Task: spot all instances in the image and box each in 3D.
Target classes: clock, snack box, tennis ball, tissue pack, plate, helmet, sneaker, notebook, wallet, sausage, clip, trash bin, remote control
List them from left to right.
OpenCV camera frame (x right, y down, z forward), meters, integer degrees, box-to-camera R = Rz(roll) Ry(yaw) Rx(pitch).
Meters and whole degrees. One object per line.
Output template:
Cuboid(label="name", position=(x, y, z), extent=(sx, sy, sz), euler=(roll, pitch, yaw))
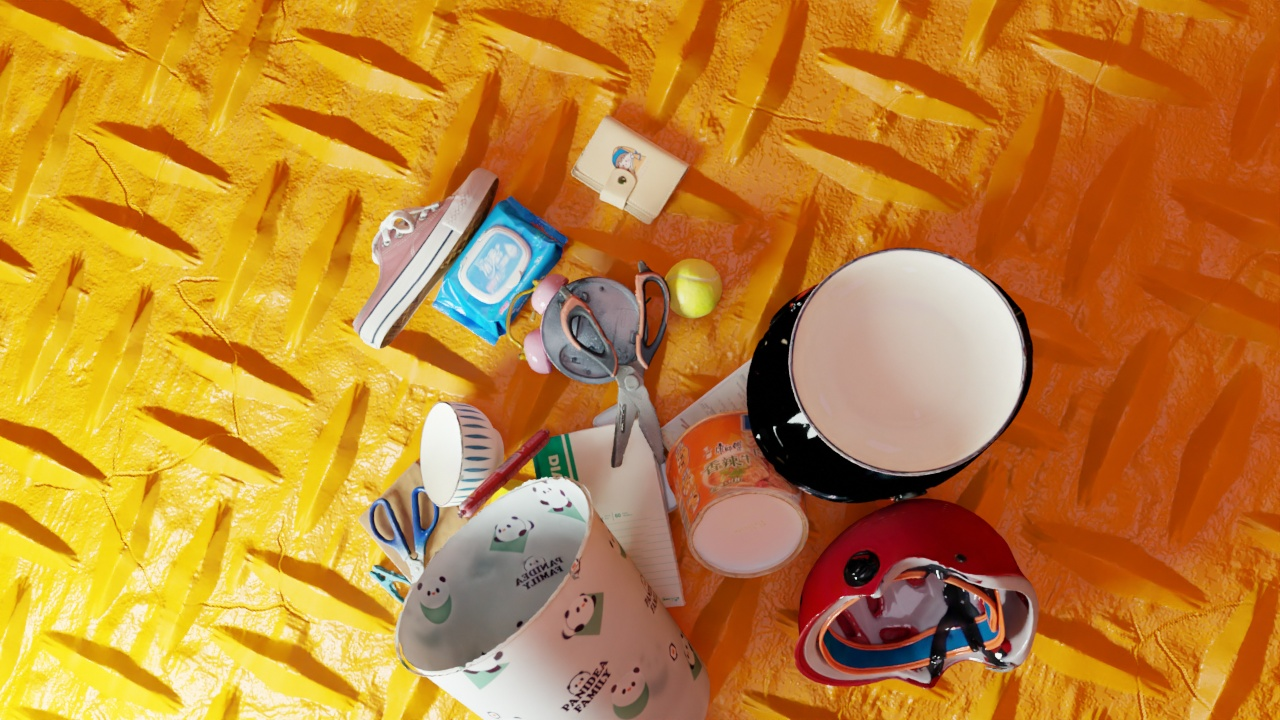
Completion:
Cuboid(label="clip", position=(-0.292, 0.257, 1.071), extent=(0.055, 0.013, 0.037), euler=(33, 92, 5))
Cuboid(label="sneaker", position=(-0.255, -0.129, 1.033), extent=(0.088, 0.118, 0.241), euler=(37, 89, -3))
Cuboid(label="wallet", position=(-0.259, 0.191, 1.068), extent=(0.115, 0.020, 0.101), euler=(45, 92, 9))
Cuboid(label="tissue pack", position=(-0.162, -0.102, 1.047), extent=(0.095, 0.052, 0.157), euler=(36, 92, 7))
Cuboid(label="sausage", position=(-0.146, 0.121, 0.995), extent=(0.020, 0.020, 0.155), euler=(41, 49, 6))
Cuboid(label="trash bin", position=(-0.071, 0.283, 0.909), extent=(0.229, 0.229, 0.252), euler=(-36, 115, 4))
Cuboid(label="clock", position=(-0.070, -0.036, 1.019), extent=(0.158, 0.060, 0.117), euler=(9, 91, -6))
Cuboid(label="notebook", position=(-0.039, 0.179, 1.028), extent=(0.151, 0.012, 0.209), euler=(-13, 87, 21))
Cuboid(label="wallet", position=(-0.014, -0.216, 1.049), extent=(0.115, 0.024, 0.087), euler=(33, 93, 5))
Cuboid(label="remote control", position=(-0.001, 0.112, 1.037), extent=(0.056, 0.020, 0.136), euler=(-31, 83, 5))
Cuboid(label="tennis ball", position=(0.058, -0.080, 1.014), extent=(0.065, 0.065, 0.065), euler=(0, 88, 7))
Cuboid(label="snack box", position=(0.104, 0.067, 1.024), extent=(0.157, 0.027, 0.084), euler=(-38, 85, 4))
Cuboid(label="helmet", position=(0.243, 0.018, 0.909), extent=(0.274, 0.231, 0.233), euler=(-25, 84, -34))
Cuboid(label="helmet", position=(0.266, 0.229, 0.934), extent=(0.240, 0.143, 0.207), euler=(-22, 129, 20))
Cuboid(label="plate", position=(0.224, 0.002, 0.782), extent=(0.192, 0.039, 0.192), euler=(-1, 82, 9))

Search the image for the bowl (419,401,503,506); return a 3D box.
Cuboid(label="bowl", position=(-0.195, 0.104, 1.027), extent=(0.066, 0.117, 0.116), euler=(4, 88, -35))

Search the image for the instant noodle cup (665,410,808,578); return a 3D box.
Cuboid(label="instant noodle cup", position=(0.104, 0.144, 0.946), extent=(0.151, 0.111, 0.152), euler=(-1, 123, -2))

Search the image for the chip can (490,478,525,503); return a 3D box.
Cuboid(label="chip can", position=(-0.159, 0.242, 1.022), extent=(0.072, 0.072, 0.213), euler=(20, 93, 7))

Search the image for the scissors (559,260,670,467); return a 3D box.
Cuboid(label="scissors", position=(-0.016, 0.001, 0.988), extent=(0.224, 0.015, 0.189), euler=(42, 87, -6))

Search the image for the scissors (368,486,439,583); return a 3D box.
Cuboid(label="scissors", position=(-0.250, 0.224, 1.047), extent=(0.170, 0.012, 0.144), euler=(42, 93, 10))
